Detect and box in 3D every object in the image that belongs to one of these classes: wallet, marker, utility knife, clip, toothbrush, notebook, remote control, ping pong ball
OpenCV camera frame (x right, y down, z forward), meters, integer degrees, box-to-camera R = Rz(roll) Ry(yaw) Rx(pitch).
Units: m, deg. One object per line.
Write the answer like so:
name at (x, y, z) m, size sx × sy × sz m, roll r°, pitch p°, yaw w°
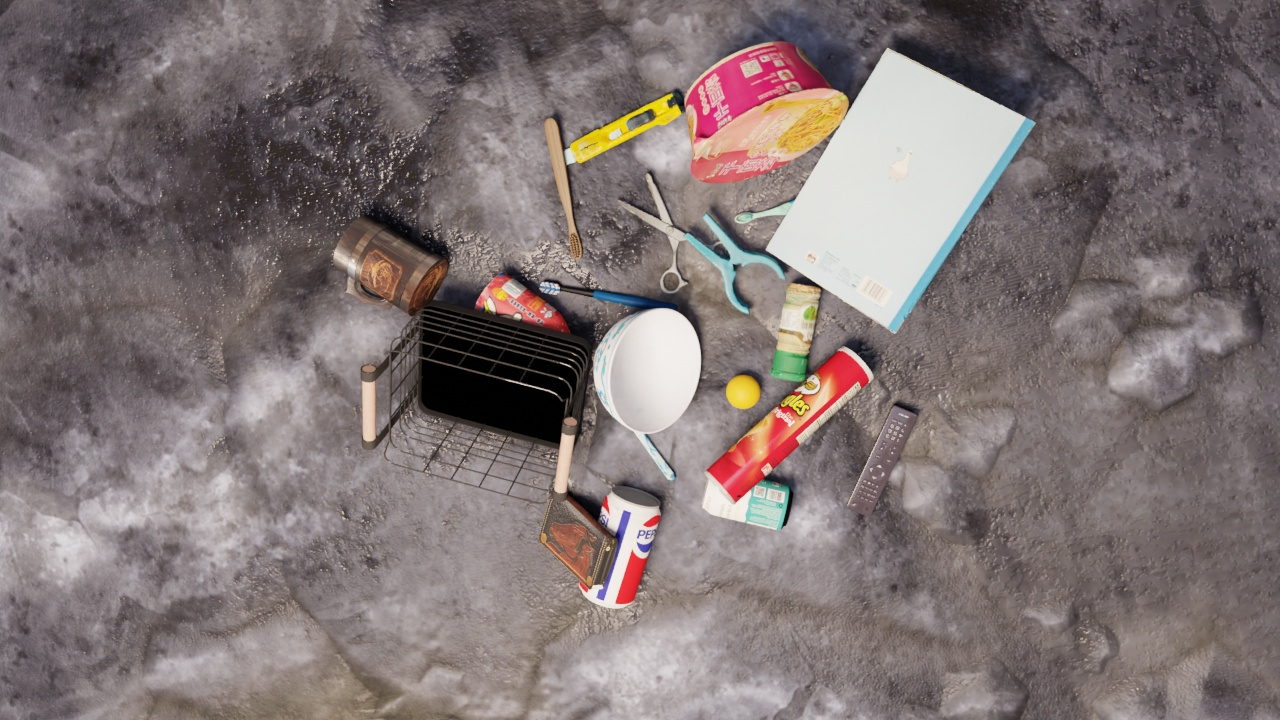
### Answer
wallet at (-0.075, 0.213, 1.094) m, size 0.123 × 0.019 × 0.072 m, roll 31°, pitch 110°, yaw 48°
marker at (-0.001, 0.088, 1.113) m, size 0.013 × 0.013 × 0.142 m, roll -36°, pitch 92°, yaw 10°
utility knife at (-0.022, -0.267, 1.071) m, size 0.165 × 0.017 × 0.030 m, roll -24°, pitch 88°, yaw 13°
clip at (0.123, -0.123, 1.054) m, size 0.121 × 0.031 × 0.130 m, roll -22°, pitch 101°, yaw 15°
toothbrush at (0.175, -0.175, 1.055) m, size 0.135 × 0.017 × 0.022 m, roll -11°, pitch 100°, yaw 9°
notebook at (0.270, -0.182, 0.989) m, size 0.181 × 0.009 × 0.254 m, roll 38°, pitch 108°, yaw 24°
remote control at (0.283, 0.118, 1.079) m, size 0.032 × 0.015 × 0.136 m, roll 23°, pitch 102°, yaw 4°
ping pong ball at (0.121, 0.037, 1.077) m, size 0.040 × 0.040 × 0.040 m, roll 1°, pitch 97°, yaw 7°
toothbrush at (-0.038, -0.075, 1.097) m, size 0.168 × 0.014 × 0.014 m, roll 11°, pitch 109°, yaw 6°
toothbrush at (-0.090, -0.201, 1.081) m, size 0.016 × 0.016 × 0.167 m, roll -8°, pitch 100°, yaw 14°

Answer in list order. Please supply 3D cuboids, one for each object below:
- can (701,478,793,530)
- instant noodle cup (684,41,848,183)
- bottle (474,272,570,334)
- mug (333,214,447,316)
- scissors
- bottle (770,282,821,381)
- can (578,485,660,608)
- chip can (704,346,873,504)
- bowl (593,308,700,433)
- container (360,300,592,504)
can at (0.126, 0.164, 1.085) m, size 0.101 × 0.055 × 0.055 m, roll 12°, pitch 98°, yaw 6°
instant noodle cup at (0.123, -0.268, 0.982) m, size 0.179 × 0.178 × 0.077 m, roll -23°, pitch 77°, yaw 9°
bottle at (-0.125, -0.042, 1.089) m, size 0.137 × 0.062 × 0.062 m, roll 36°, pitch 100°, yaw 3°
mug at (-0.305, -0.101, 1.103) m, size 0.107 × 0.079 × 0.116 m, roll 31°, pitch 126°, yaw 4°
scissors at (0.052, -0.150, 1.076) m, size 0.162 × 0.014 × 0.141 m, roll -1°, pitch 100°, yaw 7°
bottle at (0.180, -0.033, 1.061) m, size 0.043 × 0.043 × 0.111 m, roll 10°, pitch 97°, yaw 6°
can at (-0.024, 0.224, 1.104) m, size 0.070 × 0.070 × 0.132 m, roll 18°, pitch 99°, yaw 5°
chip can at (0.168, 0.074, 1.043) m, size 0.214 × 0.052 × 0.052 m, roll -42°, pitch 91°, yaw -4°
bowl at (-0.006, 0.006, 1.061) m, size 0.074 × 0.143 × 0.144 m, roll 15°, pitch 101°, yaw 46°
container at (-0.178, 0.051, 1.043) m, size 0.241 × 0.130 × 0.163 m, roll 14°, pitch 124°, yaw 5°
